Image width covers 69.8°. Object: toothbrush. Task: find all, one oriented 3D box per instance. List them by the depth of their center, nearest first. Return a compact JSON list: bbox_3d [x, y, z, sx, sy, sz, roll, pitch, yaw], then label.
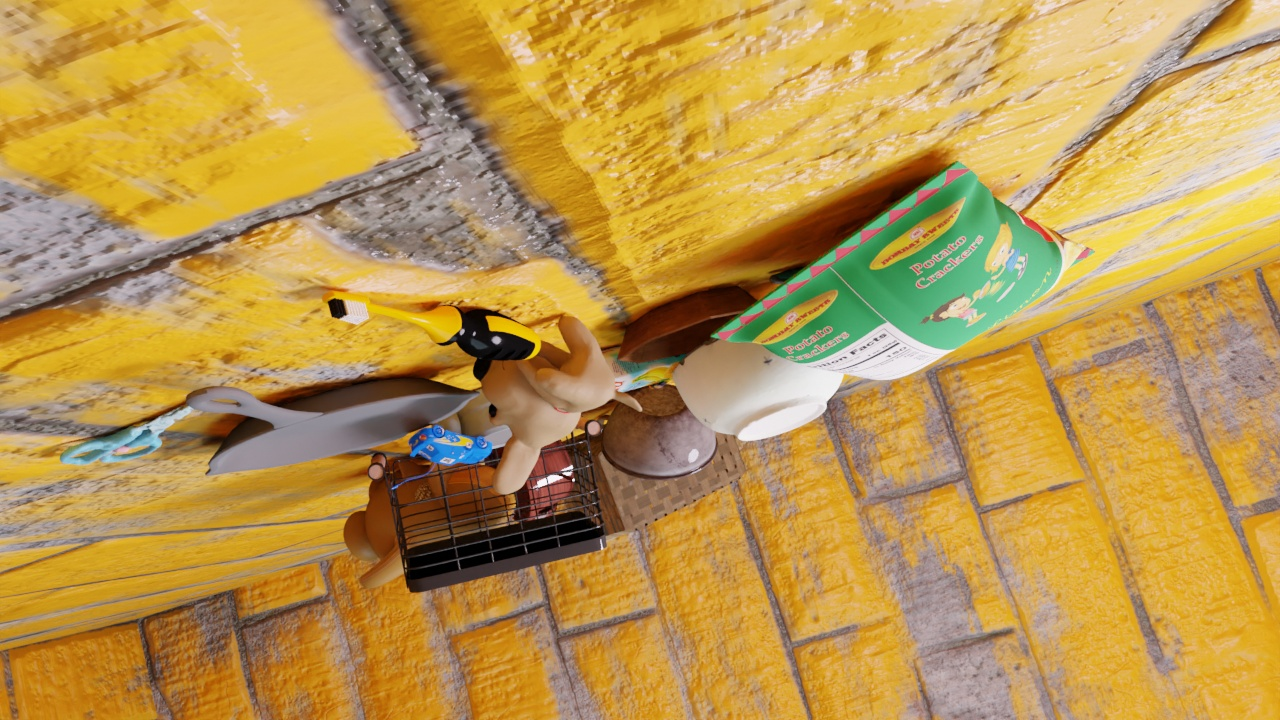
[{"bbox_3d":[-0.112,-0.020,0.530,0.031,0.031,0.196,-24,165,20],"label":"toothbrush"}]

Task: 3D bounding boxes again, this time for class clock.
[{"bbox_3d":[-0.135,0.054,0.877,0.159,0.045,0.123,-17,170,-9],"label":"clock"},{"bbox_3d":[-0.146,0.145,1.183,0.072,0.120,0.158,-21,166,-31],"label":"clock"}]

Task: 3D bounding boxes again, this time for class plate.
[{"bbox_3d":[0.042,-0.031,0.755,0.131,0.025,0.131,-17,171,-3],"label":"plate"}]

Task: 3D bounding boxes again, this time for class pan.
[{"bbox_3d":[-0.233,0.038,0.652,0.216,0.024,0.355,-17,172,-3],"label":"pan"}]

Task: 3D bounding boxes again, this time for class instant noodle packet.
[{"bbox_3d":[0.199,-0.051,0.667,0.196,0.090,0.252,-36,151,33],"label":"instant noodle packet"}]

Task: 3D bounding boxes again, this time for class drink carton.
[{"bbox_3d":[-0.005,0.005,0.839,0.128,0.038,0.044,-14,171,-22],"label":"drink carton"}]

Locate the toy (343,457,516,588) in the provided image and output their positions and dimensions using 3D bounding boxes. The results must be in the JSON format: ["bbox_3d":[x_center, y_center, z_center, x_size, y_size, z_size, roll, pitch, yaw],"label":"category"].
[{"bbox_3d":[-0.251,0.185,1.139,0.204,0.162,0.198,-17,-150,27],"label":"toy"}]

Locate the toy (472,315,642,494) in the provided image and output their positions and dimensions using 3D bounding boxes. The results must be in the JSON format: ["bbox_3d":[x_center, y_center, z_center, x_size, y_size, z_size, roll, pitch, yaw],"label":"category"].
[{"bbox_3d":[-0.067,0.022,0.677,0.105,0.133,0.108,37,142,-23],"label":"toy"}]

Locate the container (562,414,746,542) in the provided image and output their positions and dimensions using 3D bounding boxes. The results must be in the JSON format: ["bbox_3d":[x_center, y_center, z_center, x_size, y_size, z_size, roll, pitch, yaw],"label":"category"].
[{"bbox_3d":[0.000,0.146,1.270,0.249,0.157,0.187,-21,-177,-30],"label":"container"}]

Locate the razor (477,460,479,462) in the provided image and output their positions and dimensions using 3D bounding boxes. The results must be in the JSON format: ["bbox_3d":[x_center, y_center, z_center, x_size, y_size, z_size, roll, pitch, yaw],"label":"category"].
[{"bbox_3d":[-0.252,0.147,1.279,0.026,0.042,0.106,-14,180,-31],"label":"razor"}]

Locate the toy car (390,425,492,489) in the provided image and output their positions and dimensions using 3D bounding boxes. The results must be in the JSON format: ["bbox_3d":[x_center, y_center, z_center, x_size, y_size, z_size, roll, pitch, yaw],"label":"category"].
[{"bbox_3d":[-0.172,0.092,0.793,0.092,0.061,0.033,20,140,-35],"label":"toy car"}]

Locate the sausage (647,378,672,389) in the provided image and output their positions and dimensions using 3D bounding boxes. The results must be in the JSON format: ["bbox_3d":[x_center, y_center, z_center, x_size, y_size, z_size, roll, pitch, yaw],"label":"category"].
[{"bbox_3d":[0.031,0.011,1.010,0.020,0.020,0.155,-15,171,-17],"label":"sausage"}]

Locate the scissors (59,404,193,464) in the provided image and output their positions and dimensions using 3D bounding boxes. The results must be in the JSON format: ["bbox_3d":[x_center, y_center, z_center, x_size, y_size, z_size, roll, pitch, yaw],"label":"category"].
[{"bbox_3d":[-0.317,0.042,0.588,0.139,0.015,0.063,-29,163,27],"label":"scissors"}]

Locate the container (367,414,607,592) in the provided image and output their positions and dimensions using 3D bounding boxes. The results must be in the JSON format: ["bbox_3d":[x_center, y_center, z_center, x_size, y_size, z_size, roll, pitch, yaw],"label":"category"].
[{"bbox_3d":[-0.159,0.146,0.992,0.241,0.130,0.163,-11,-177,-14],"label":"container"}]

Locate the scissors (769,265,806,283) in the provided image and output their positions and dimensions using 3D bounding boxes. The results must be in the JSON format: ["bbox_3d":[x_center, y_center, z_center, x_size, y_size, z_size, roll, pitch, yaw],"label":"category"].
[{"bbox_3d":[0.167,-0.057,0.750,0.137,0.129,0.019,-50,-148,2],"label":"scissors"}]

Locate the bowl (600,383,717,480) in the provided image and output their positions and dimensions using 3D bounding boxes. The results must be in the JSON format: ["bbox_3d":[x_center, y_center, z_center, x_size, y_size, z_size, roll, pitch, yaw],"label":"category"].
[{"bbox_3d":[0.024,0.076,1.125,0.145,0.067,0.144,-1,-149,0],"label":"bowl"}]

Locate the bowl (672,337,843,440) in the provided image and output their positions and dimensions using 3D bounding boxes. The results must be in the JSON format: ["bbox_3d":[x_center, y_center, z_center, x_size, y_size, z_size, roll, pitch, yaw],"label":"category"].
[{"bbox_3d":[0.111,0.022,0.800,0.153,0.072,0.153,-15,161,-6],"label":"bowl"}]
